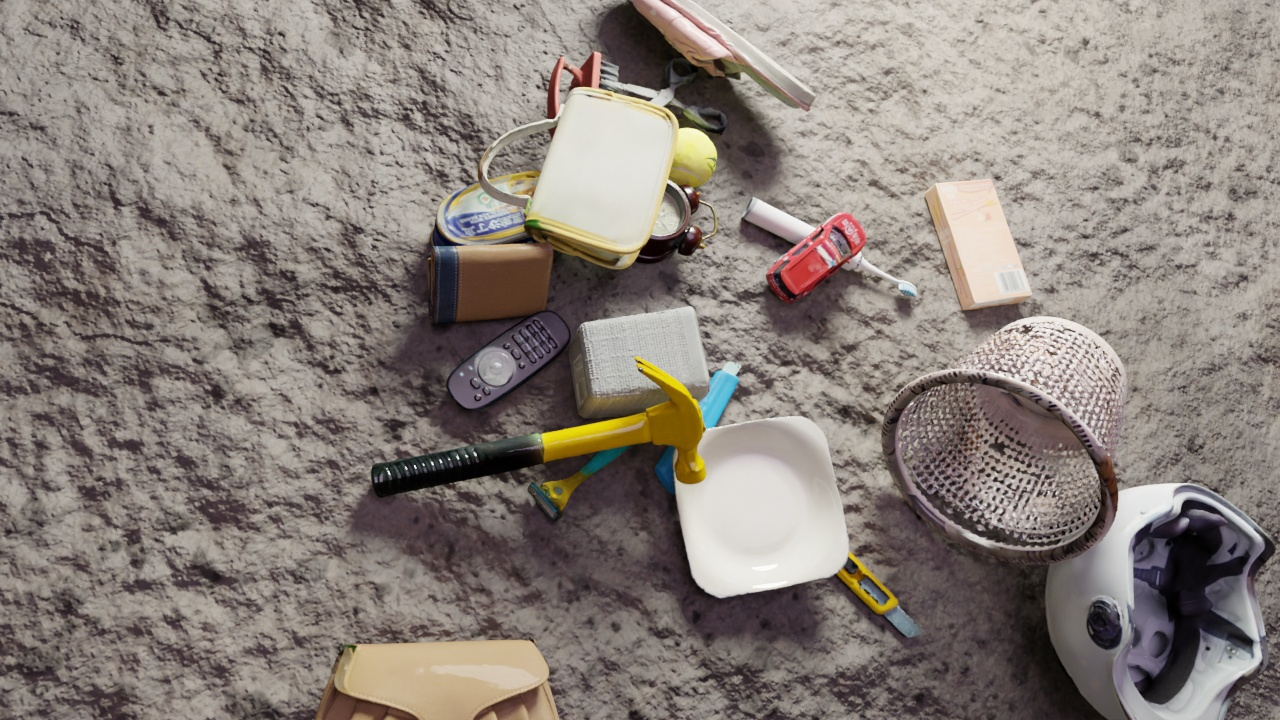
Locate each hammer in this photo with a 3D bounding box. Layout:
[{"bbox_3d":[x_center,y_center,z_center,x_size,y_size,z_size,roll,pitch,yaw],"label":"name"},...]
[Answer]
[{"bbox_3d":[-0.090,0.078,0.828,0.300,0.032,0.129,-11,113,-4],"label":"hammer"}]

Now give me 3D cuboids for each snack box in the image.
[{"bbox_3d":[0.404,-0.140,1.101,0.084,0.026,0.157,-8,74,-19],"label":"snack box"}]

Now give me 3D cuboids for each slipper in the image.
[{"bbox_3d":[0.078,-0.359,1.041,0.274,0.114,0.054,37,110,4],"label":"slipper"}]

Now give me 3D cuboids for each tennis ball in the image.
[{"bbox_3d":[0.050,-0.219,0.999,0.065,0.066,0.065,5,70,-15],"label":"tennis ball"}]

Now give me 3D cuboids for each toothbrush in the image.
[{"bbox_3d":[0.218,-0.125,1.039,0.221,0.027,0.026,25,42,-8],"label":"toothbrush"}]

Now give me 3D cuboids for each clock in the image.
[{"bbox_3d":[0.022,-0.149,0.971,0.122,0.055,0.082,2,71,-13],"label":"clock"}]

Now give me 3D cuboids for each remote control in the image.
[{"bbox_3d":[-0.127,0.001,0.892,0.136,0.024,0.053,-37,87,-23],"label":"remote control"}]

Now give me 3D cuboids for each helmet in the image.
[{"bbox_3d":[0.500,0.248,0.926,0.228,0.146,0.258,13,85,-26],"label":"helmet"}]

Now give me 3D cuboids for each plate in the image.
[{"bbox_3d":[0.115,0.142,0.902,0.164,0.034,0.163,-8,78,-10],"label":"plate"}]

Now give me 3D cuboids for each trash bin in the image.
[{"bbox_3d":[0.392,0.061,0.940,0.227,0.228,0.191,48,53,3],"label":"trash bin"}]

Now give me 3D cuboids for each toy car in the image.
[{"bbox_3d":[0.195,-0.112,1.001,0.120,0.045,0.053,-40,98,-5],"label":"toy car"}]

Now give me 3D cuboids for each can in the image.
[{"bbox_3d":[-0.137,-0.143,0.925,0.148,0.049,0.074,-20,79,-22],"label":"can"}]

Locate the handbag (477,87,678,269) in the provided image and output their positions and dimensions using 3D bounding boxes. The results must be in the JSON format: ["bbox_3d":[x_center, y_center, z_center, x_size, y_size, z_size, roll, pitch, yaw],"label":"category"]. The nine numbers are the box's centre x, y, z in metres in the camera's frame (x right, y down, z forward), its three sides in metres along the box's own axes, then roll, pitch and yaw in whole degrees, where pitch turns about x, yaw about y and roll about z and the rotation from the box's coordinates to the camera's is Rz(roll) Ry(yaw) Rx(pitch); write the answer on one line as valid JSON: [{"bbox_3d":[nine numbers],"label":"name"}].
[{"bbox_3d":[-0.064,-0.187,0.904,0.178,0.063,0.163,17,74,-4],"label":"handbag"}]

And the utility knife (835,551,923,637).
[{"bbox_3d":[0.216,0.211,0.928,0.192,0.015,0.033,44,68,2],"label":"utility knife"}]

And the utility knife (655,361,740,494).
[{"bbox_3d":[0.062,0.062,0.933,0.034,0.018,0.161,40,64,-14],"label":"utility knife"}]

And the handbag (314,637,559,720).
[{"bbox_3d":[-0.162,0.300,0.737,0.204,0.100,0.147,4,68,-19],"label":"handbag"}]

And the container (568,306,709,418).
[{"bbox_3d":[-0.005,0.005,0.894,0.114,0.090,0.090,-6,73,-16],"label":"container"}]

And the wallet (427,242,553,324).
[{"bbox_3d":[-0.145,-0.075,0.881,0.115,0.090,0.033,-5,44,-18],"label":"wallet"}]

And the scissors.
[{"bbox_3d":[0.031,-0.291,1.019,0.159,0.014,0.178,31,49,-19],"label":"scissors"}]

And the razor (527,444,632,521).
[{"bbox_3d":[-0.044,0.098,0.880,0.132,0.028,0.043,-39,72,-19],"label":"razor"}]

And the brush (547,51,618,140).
[{"bbox_3d":[-0.065,-0.253,0.978,0.069,0.063,0.145,11,70,-26],"label":"brush"}]
